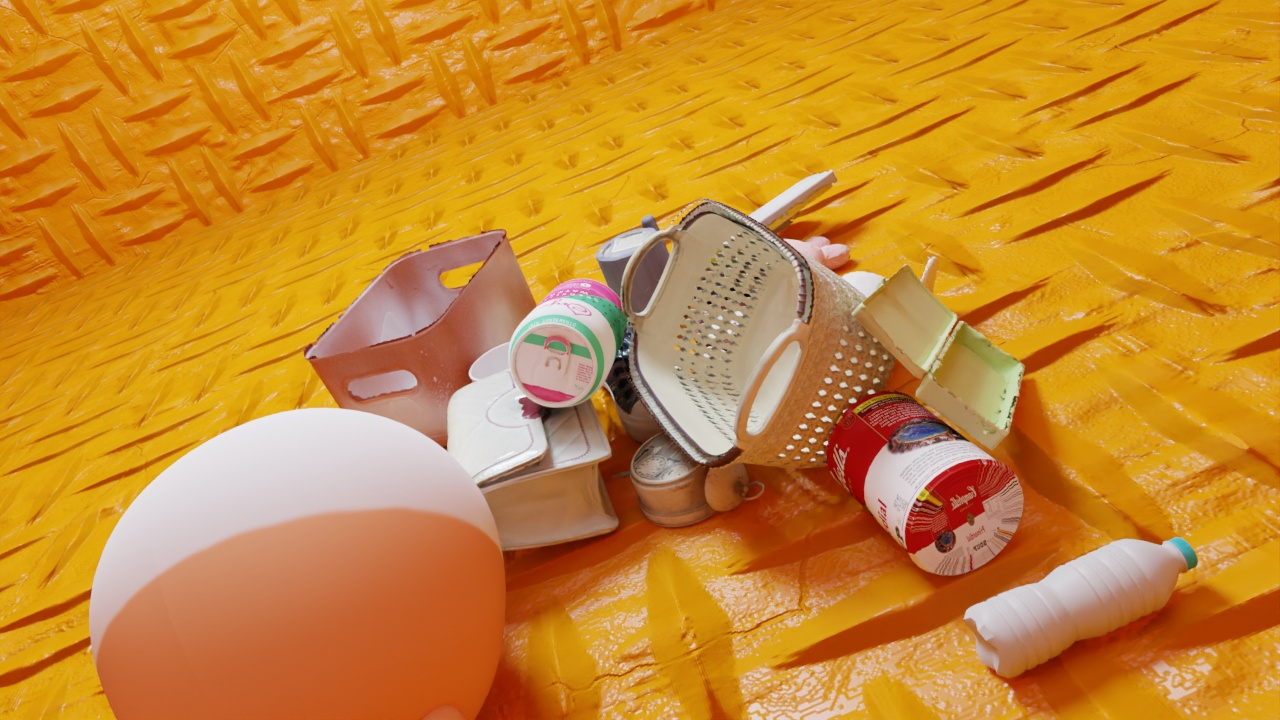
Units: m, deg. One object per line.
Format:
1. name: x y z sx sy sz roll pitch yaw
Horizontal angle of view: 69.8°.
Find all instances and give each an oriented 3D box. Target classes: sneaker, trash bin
1. sneaker: -0.006 0.006 0.945 0.087 0.079 0.235 -28 28 -9
2. trash bin: -0.239 -0.020 1.084 0.182 0.157 0.259 -12 28 20

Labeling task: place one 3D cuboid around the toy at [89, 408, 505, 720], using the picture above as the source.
1. toy: -0.216 0.177 0.625 0.263 0.265 0.280 -34 55 9

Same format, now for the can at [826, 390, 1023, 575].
1. can: 0.196 0.083 0.647 0.086 0.087 0.116 -26 27 -6

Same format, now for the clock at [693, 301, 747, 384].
1. clock: 0.102 -0.018 0.940 0.096 0.048 0.137 -16 27 13

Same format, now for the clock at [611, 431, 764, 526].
1. clock: 0.047 0.095 0.775 0.141 0.054 0.092 8 41 48

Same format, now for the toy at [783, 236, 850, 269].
1. toy: 0.185 -0.117 1.057 0.105 0.053 0.108 -16 23 -21

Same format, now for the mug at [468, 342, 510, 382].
1. mug: -0.111 0.030 0.968 0.110 0.090 0.073 -20 28 6

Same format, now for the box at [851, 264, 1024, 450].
1. box: 0.230 -0.011 0.702 0.030 0.138 0.186 -53 -10 27

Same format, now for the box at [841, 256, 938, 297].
1. box: 0.217 -0.040 0.858 0.095 0.084 0.165 9 47 27

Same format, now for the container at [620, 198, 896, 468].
1. container: 0.090 -0.017 0.761 0.185 0.143 0.251 -65 30 15

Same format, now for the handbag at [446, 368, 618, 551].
1. handbag: -0.106 0.081 0.834 0.142 0.096 0.198 -8 24 -12

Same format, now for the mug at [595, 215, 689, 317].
1. mug: 0.009 -0.105 1.104 0.084 0.104 0.123 -7 32 29

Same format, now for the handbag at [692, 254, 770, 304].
1. handbag: 0.104 -0.089 1.014 0.079 0.054 0.129 -11 -8 -32

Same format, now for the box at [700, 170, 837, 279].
1. box: 0.142 -0.160 1.112 0.209 0.045 0.128 -37 -4 -27

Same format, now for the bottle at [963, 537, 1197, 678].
1. bottle: 0.262 0.141 0.542 0.136 0.044 0.044 -24 27 -2

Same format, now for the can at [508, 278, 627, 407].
1. can: -0.064 -0.018 0.840 0.088 0.088 0.165 -17 14 11
